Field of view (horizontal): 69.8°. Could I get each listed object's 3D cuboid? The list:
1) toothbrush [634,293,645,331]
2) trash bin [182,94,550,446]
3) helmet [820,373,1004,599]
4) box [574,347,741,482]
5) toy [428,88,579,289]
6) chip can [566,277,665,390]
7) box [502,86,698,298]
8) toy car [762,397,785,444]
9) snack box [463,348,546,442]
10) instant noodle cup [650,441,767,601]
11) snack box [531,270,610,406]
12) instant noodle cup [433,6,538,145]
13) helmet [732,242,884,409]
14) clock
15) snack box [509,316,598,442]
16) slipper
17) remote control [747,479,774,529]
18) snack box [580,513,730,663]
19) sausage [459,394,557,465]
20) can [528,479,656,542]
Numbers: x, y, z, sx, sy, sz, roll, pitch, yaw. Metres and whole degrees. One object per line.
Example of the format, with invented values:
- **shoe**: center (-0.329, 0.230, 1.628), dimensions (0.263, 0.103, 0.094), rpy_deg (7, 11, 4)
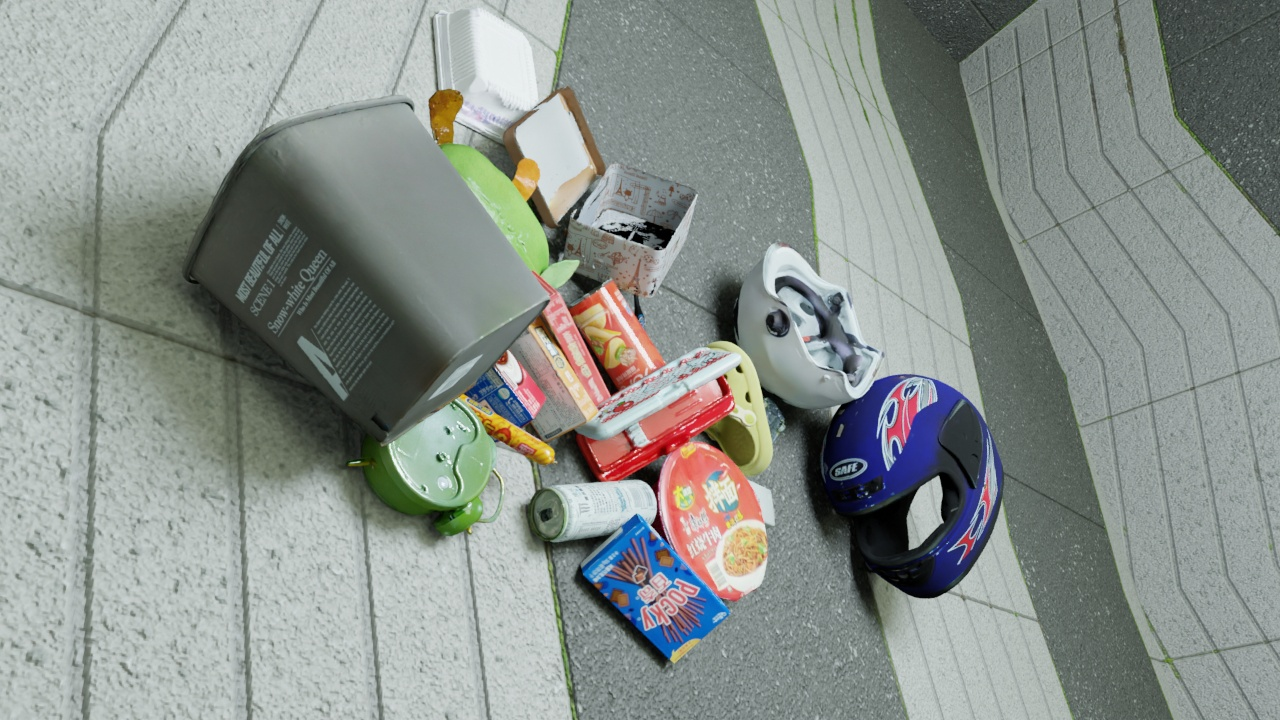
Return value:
- **toothbrush**: center (0.002, -0.039, 1.220), dimensions (0.014, 0.016, 0.189), rpy_deg (18, 54, -35)
- **trash bin**: center (-0.218, -0.069, 0.772), dimensions (0.220, 0.200, 0.198), rpy_deg (48, 35, 2)
- **helmet**: center (0.389, 0.165, 1.378), dimensions (0.240, 0.248, 0.314), rpy_deg (37, 53, -16)
- **box**: center (0.028, 0.057, 1.042), dimensions (0.201, 0.102, 0.095), rpy_deg (-29, 92, -22)
- **toy**: center (-0.183, -0.156, 1.001), dimensions (0.247, 0.090, 0.226), rpy_deg (51, 62, -26)
- **chip can**: center (-0.007, 0.007, 1.130), dimensions (0.216, 0.073, 0.073), rpy_deg (57, 36, -5)
- **box**: center (-0.054, -0.212, 1.177), dimensions (0.272, 0.131, 0.178), rpy_deg (41, 39, -10)
- **toy car**: center (0.167, 0.105, 1.312), dimensions (0.054, 0.037, 0.120), rpy_deg (50, 47, -17)
- **snack box**: center (-0.182, -0.017, 0.930), dimensions (0.207, 0.057, 0.058), rpy_deg (53, 20, -11)
- **instant noodle cup**: center (0.069, 0.198, 1.099), dimensions (0.193, 0.066, 0.193), rpy_deg (29, 46, -36)
- **snack box**: center (-0.084, -0.022, 1.013), dimensions (0.075, 0.025, 0.153), rpy_deg (42, -19, 52)
- **instant noodle cup**: center (-0.188, -0.368, 1.167), dimensions (0.138, 0.060, 0.173), rpy_deg (17, 56, -45)
- **helmet**: center (0.230, -0.034, 1.388), dimensions (0.258, 0.146, 0.228), rpy_deg (55, 34, 6)
- **clock**: center (-0.188, 0.096, 0.856), dimensions (0.161, 0.056, 0.115), rpy_deg (39, 42, -29)
- **snack box**: center (-0.115, 0.010, 0.988), dimensions (0.154, 0.075, 0.026), rpy_deg (58, 38, -5)
- **slipper**: center (0.115, 0.065, 1.229), dimensions (0.081, 0.092, 0.190), rpy_deg (-4, 72, -47)
- **remote control**: center (0.130, 0.182, 1.226), dimensions (0.135, 0.019, 0.056), rpy_deg (27, 48, -38)
- **snack box**: center (0.017, 0.247, 0.989), dimensions (0.157, 0.084, 0.026), rpy_deg (48, 0, -18)
- **sausage**: center (-0.153, 0.059, 0.911), dimensions (0.165, 0.022, 0.021), rpy_deg (31, 40, -2)
- **can**: center (-0.049, 0.160, 0.984), dimensions (0.146, 0.058, 0.058), rpy_deg (5, 64, -49)
